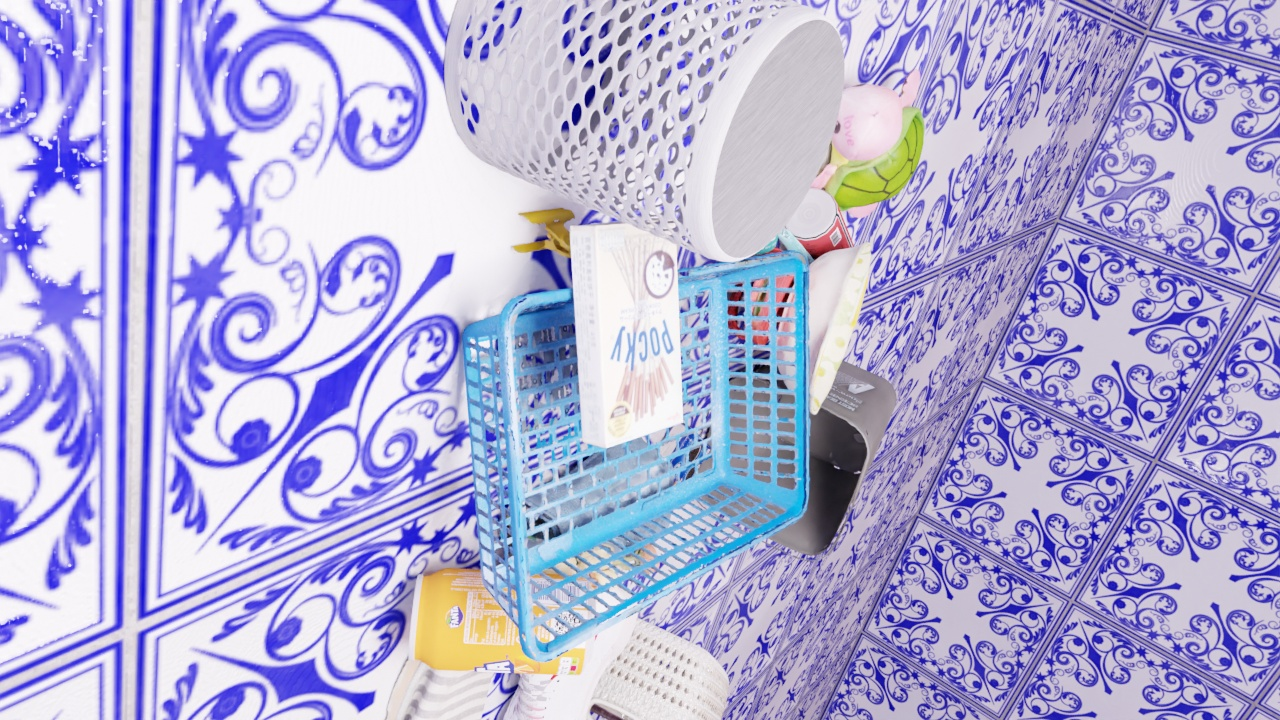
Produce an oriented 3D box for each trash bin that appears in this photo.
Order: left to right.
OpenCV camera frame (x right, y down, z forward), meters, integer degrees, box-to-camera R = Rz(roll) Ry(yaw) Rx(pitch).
[{"bbox_3d":[0.006,-0.156,0.540,0.156,0.183,0.157,-41,148,-34],"label":"trash bin"},{"bbox_3d":[0.209,0.098,1.158,0.219,0.197,0.198,-28,139,-56],"label":"trash bin"}]

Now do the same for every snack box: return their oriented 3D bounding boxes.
[{"bbox_3d":[-0.008,-0.021,0.633,0.081,0.026,0.150,-16,107,-46],"label":"snack box"},{"bbox_3d":[0.022,0.145,1.044,0.150,0.027,0.082,-58,153,-6],"label":"snack box"}]

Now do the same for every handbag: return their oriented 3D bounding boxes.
[{"bbox_3d":[-0.038,0.159,0.854,0.191,0.119,0.122,-26,136,-38],"label":"handbag"}]

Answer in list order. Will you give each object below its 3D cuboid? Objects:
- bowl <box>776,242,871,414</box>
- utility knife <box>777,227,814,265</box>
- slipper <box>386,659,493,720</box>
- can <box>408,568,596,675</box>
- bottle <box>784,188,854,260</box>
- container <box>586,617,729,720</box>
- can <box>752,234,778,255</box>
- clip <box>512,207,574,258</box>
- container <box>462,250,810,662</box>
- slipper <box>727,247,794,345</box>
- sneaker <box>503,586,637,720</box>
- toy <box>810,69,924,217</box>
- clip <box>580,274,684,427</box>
[{"bbox_3d":[0.189,-0.041,0.978,0.218,0.060,0.189,-42,147,-55],"label":"bowl"},{"bbox_3d":[0.158,-0.124,0.967,0.147,0.022,0.015,29,79,-61],"label":"utility knife"},{"bbox_3d":[-0.192,0.336,0.838,0.114,0.054,0.273,-4,121,-65],"label":"slipper"},{"bbox_3d":[-0.110,0.210,0.740,0.079,0.142,0.079,-176,-89,-81],"label":"can"},{"bbox_3d":[0.211,-0.134,1.058,0.062,0.062,0.176,-59,154,-3],"label":"bottle"},{"bbox_3d":[0.017,0.424,1.160,0.143,0.185,0.252,-64,157,-20],"label":"container"},{"bbox_3d":[0.109,-0.153,0.870,0.054,0.055,0.102,-37,145,-39],"label":"can"},{"bbox_3d":[-0.062,-0.087,0.656,0.054,0.048,0.046,-20,88,-54],"label":"clip"},{"bbox_3d":[0.008,0.051,0.752,0.361,0.089,0.257,-15,107,-47],"label":"container"},{"bbox_3d":[0.128,-0.071,0.982,0.103,0.059,0.248,-66,169,6],"label":"slipper"},{"bbox_3d":[-0.099,0.335,0.965,0.236,0.090,0.104,-59,145,-1],"label":"sneaker"},{"bbox_3d":[0.257,-0.231,1.016,0.190,0.087,0.238,-42,157,1],"label":"toy"},{"bbox_3d":[-0.012,0.010,0.848,0.163,0.031,0.173,-37,144,-44],"label":"clip"}]
